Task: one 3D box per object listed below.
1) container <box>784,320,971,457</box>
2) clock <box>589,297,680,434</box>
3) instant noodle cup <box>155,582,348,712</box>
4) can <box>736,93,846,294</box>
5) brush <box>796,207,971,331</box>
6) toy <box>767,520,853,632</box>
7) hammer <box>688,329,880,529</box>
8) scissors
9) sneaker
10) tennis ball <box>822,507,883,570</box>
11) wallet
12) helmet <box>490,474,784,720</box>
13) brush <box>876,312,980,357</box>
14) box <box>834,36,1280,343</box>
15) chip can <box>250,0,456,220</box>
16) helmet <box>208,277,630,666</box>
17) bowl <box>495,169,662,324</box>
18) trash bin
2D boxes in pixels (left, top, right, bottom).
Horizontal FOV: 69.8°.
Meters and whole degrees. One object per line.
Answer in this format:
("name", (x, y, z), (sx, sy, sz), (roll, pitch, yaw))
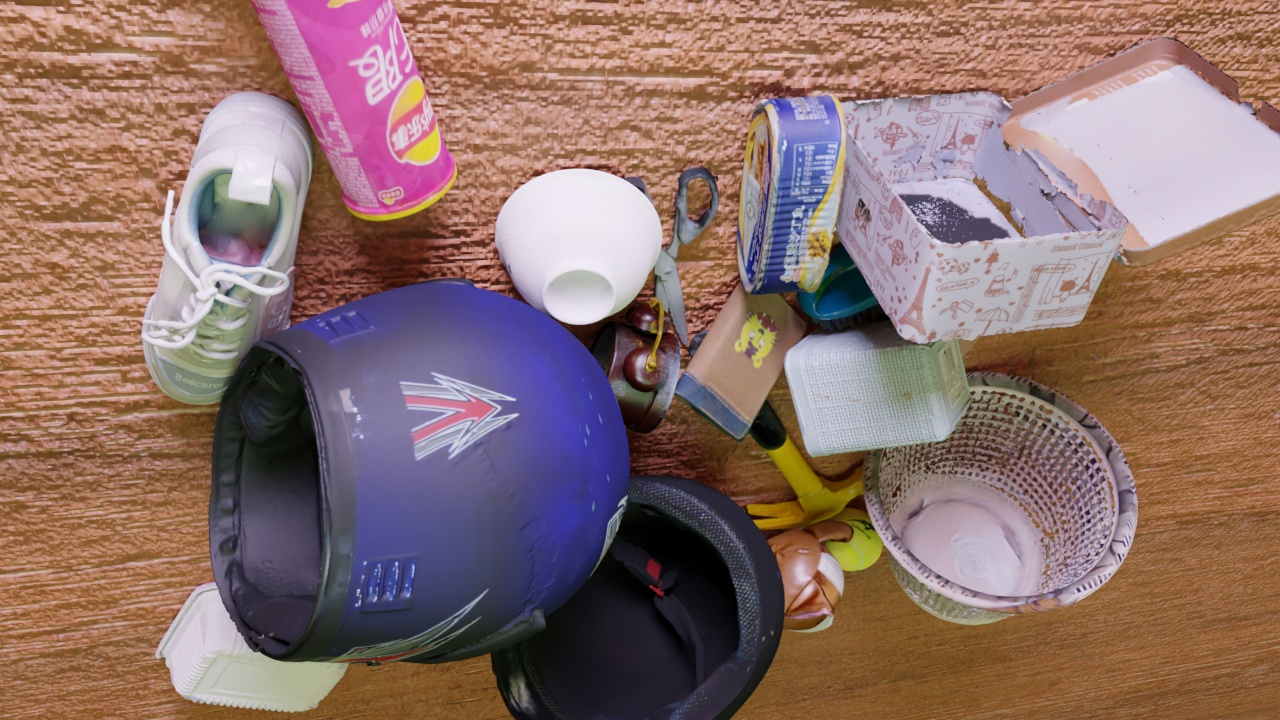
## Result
("container", (0.187, 0.018, 0.713), (0.112, 0.089, 0.090), (-8, 105, 36))
("clock", (-0.004, 0.004, 0.703), (0.055, 0.081, 0.122), (16, 138, -17))
("instant noodle cup", (-0.363, 0.286, 0.887), (0.173, 0.060, 0.138), (20, 124, -33))
("can", (0.101, -0.111, 0.633), (0.049, 0.074, 0.148), (-5, 133, -8))
("brush", (0.185, -0.075, 0.696), (0.144, 0.055, 0.073), (-25, 149, 13))
("toy", (0.133, 0.240, 0.928), (0.130, 0.139, 0.200), (35, 131, -15))
("hammer", (0.120, 0.071, 0.843), (0.129, 0.032, 0.301), (-29, 134, 10))
("scissors", (0.014, -0.072, 0.689), (0.156, 0.014, 0.169), (20, 129, -32))
("sneaker", (-0.260, -0.043, 0.578), (0.089, 0.090, 0.243), (13, 128, -26))
("tennis ball", (0.220, 0.187, 0.960), (0.065, 0.065, 0.066), (-9, 134, -9))
("wallet", (0.082, -0.001, 0.726), (0.090, 0.033, 0.115), (38, 79, -39))
("helmet", (0.001, 0.225, 0.816), (0.275, 0.233, 0.229), (-40, 161, 24))
("brush", (0.224, -0.008, 0.769), (0.063, 0.073, 0.146), (15, 129, -30))
("box", (0.271, -0.119, 0.601), (0.260, 0.178, 0.105), (-9, 134, -8))
("chip can", (-0.164, -0.180, 0.489), (0.071, 0.071, 0.211), (-15, 135, -2))
("helmet", (-0.145, 0.083, 0.639), (0.239, 0.247, 0.317), (-2, 160, -38))
("bowl", (-0.041, -0.064, 0.629), (0.118, 0.064, 0.118), (-3, 134, -3))
("trash bin", (0.322, 0.154, 0.874), (0.227, 0.227, 0.192), (-16, 148, -1))
